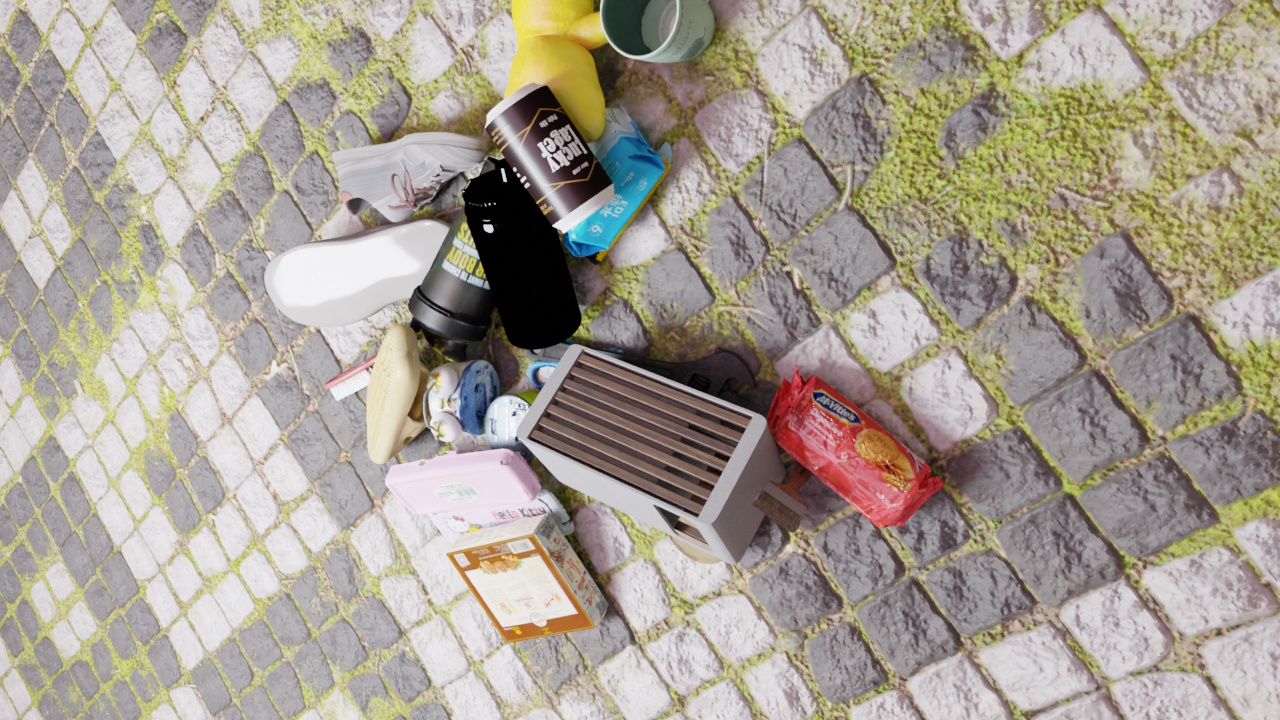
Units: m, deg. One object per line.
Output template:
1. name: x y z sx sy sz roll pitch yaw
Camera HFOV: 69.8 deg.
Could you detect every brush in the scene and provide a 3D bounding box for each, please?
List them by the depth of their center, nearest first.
1. brush: 0.143 0.119 0.868 0.045 0.142 0.008 34 115 10
2. brush: -0.341 0.009 1.182 0.173 0.040 0.030 -26 104 28

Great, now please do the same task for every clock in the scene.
1. clock: -0.123 0.077 1.058 0.119 0.057 0.083 7 102 28
2. clock: -0.211 0.045 1.063 0.052 0.125 0.089 2 99 22

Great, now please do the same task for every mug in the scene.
1. mug: 0.033 -0.334 0.866 0.111 0.103 0.084 -43 78 29

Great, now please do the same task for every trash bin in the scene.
1. trash bin: 0.012 0.091 0.918 0.229 0.114 0.114 21 69 28

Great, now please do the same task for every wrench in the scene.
1. wrench: -0.006 0.006 0.996 0.273 0.018 0.073 11 106 23

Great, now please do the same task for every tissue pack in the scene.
1. tissue pack: -0.040 -0.184 0.949 0.145 0.061 0.092 -49 50 25

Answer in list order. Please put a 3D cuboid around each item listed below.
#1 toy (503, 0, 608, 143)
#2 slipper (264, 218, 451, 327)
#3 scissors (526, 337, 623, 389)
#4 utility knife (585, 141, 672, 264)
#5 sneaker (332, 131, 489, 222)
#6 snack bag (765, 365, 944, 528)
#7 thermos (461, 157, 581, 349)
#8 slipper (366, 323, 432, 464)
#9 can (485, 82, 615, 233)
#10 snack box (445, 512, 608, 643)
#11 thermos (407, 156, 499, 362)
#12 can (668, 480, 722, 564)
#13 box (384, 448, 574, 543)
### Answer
1. toy: -0.084 -0.311 0.917 0.135 0.087 0.194 4 89 40
2. slipper: -0.329 -0.119 1.135 0.266 0.080 0.113 -15 113 16
3. scissors: -0.079 0.006 1.047 0.140 0.013 0.118 34 112 17
4. utility knife: -0.014 -0.166 0.978 0.030 0.017 0.159 42 114 6
5. sneaker: -0.263 -0.208 1.062 0.237 0.099 0.089 0 98 36
6. snack bag: 0.194 0.086 0.872 0.176 0.082 0.082 40 116 17
7. thermos: -0.126 -0.115 0.957 0.086 0.085 0.199 9 133 27
8. slipper: -0.280 0.045 1.104 0.262 0.079 0.111 127 140 -54
9. can: -0.084 -0.191 0.864 0.072 0.071 0.128 -29 101 30
10. snack box: -0.134 0.259 1.083 0.143 0.041 0.147 -19 110 31
11. thermos: -0.188 -0.115 1.033 0.098 0.098 0.221 32 106 20
12. can: 0.072 0.169 0.975 0.086 0.043 0.086 6 103 28
13. box: -0.192 0.168 1.093 0.202 0.037 0.153 -12 125 31
